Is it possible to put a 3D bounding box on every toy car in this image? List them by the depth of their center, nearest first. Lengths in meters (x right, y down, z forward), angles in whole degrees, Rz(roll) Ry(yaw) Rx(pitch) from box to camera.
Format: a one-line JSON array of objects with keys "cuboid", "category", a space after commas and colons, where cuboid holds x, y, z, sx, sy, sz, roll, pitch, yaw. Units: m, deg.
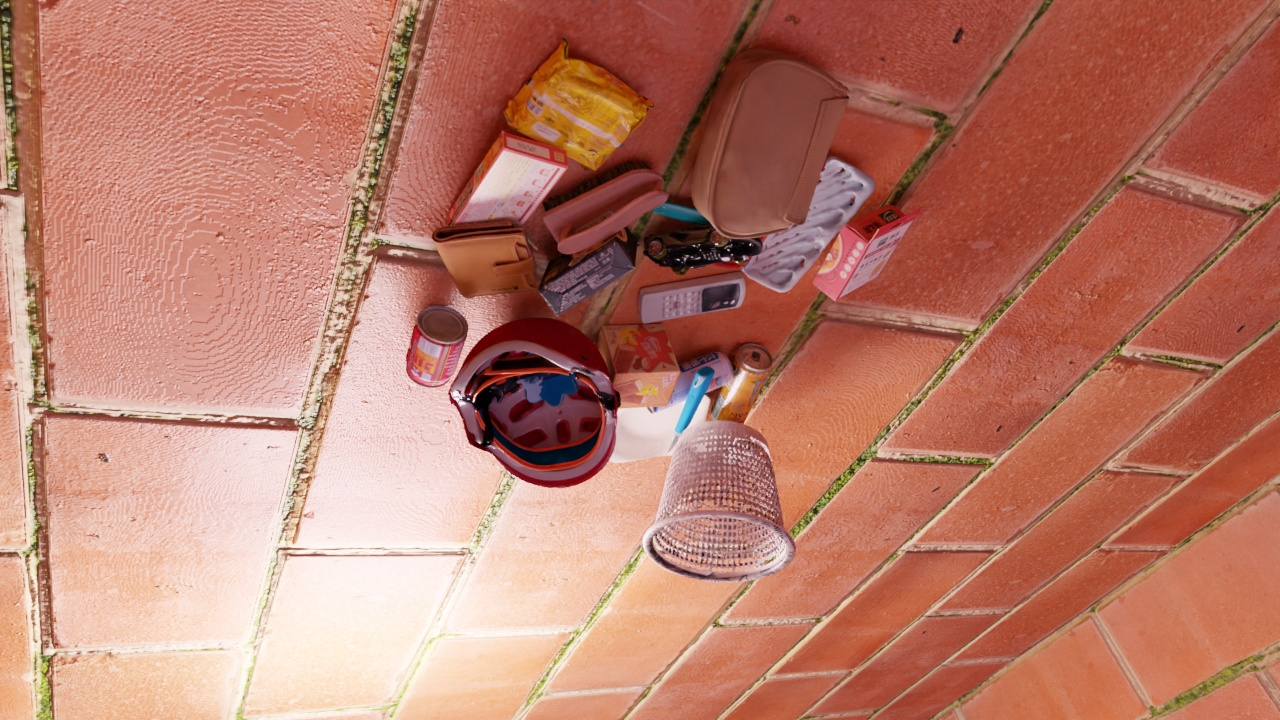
[{"cuboid": [0.077, -0.141, 1.140, 0.158, 0.042, 0.070, -4, 162, 30], "category": "toy car"}]

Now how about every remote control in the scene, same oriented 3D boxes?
[{"cuboid": [0.071, -0.086, 1.264, 0.150, 0.021, 0.058, -10, 141, -8], "category": "remote control"}]

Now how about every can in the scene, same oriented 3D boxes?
[{"cuboid": [-0.264, -0.016, 1.182, 0.066, 0.066, 0.094, 4, 136, -25], "category": "can"}, {"cuboid": [0.068, 0.031, 1.361, 0.134, 0.053, 0.053, -21, 142, -12], "category": "can"}, {"cuboid": [0.155, 0.042, 1.418, 0.058, 0.058, 0.146, -2, 139, -19], "category": "can"}]

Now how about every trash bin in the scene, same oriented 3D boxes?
[{"cuboid": [0.124, 0.209, 1.418, 0.227, 0.191, 0.228, 4, 142, 3], "category": "trash bin"}]

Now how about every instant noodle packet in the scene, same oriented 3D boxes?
[{"cuboid": [-0.067, -0.269, 0.976, 0.128, 0.044, 0.111, 24, 127, -37], "category": "instant noodle packet"}]

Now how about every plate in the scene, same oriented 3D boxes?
[{"cuboid": [0.023, 0.097, 1.452, 0.163, 0.034, 0.165, -7, 140, -13], "category": "plate"}]

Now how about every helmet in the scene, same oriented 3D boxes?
[{"cuboid": [-0.130, 0.042, 1.225, 0.207, 0.143, 0.240, -15, 126, 11], "category": "helmet"}]

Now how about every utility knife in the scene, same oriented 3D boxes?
[{"cuboid": [0.072, -0.178, 1.126, 0.178, 0.013, 0.029, 13, 146, -7], "category": "utility knife"}, {"cuboid": [0.070, 0.078, 1.358, 0.034, 0.018, 0.209, -33, 156, -35], "category": "utility knife"}]

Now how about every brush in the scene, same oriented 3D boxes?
[{"cuboid": [-0.038, -0.178, 1.072, 0.146, 0.073, 0.063, -25, 140, 6], "category": "brush"}]

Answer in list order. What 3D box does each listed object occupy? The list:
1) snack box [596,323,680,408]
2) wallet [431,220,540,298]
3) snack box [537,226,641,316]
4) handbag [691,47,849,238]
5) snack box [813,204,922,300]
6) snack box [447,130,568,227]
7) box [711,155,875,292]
[{"cuboid": [-0.008, 0.008, 1.287, 0.094, 0.092, 0.077, -2, 138, -18], "category": "snack box"}, {"cuboid": [-0.173, -0.120, 1.092, 0.119, 0.035, 0.131, -2, 154, 4], "category": "wallet"}, {"cuboid": [-0.059, -0.116, 1.121, 0.113, 0.125, 0.053, -30, 111, 14], "category": "snack box"}, {"cuboid": [0.139, -0.242, 1.034, 0.147, 0.099, 0.205, 5, 120, -21], "category": "handbag"}, {"cuboid": [0.300, -0.153, 1.217, 0.113, 0.044, 0.127, -27, 152, -40], "category": "snack box"}, {"cuboid": [-0.151, -0.188, 1.023, 0.077, 0.027, 0.156, 11, 148, -31], "category": "snack box"}, {"cuboid": [0.182, -0.183, 1.170, 0.160, 0.049, 0.202, 19, 129, -26], "category": "box"}]
